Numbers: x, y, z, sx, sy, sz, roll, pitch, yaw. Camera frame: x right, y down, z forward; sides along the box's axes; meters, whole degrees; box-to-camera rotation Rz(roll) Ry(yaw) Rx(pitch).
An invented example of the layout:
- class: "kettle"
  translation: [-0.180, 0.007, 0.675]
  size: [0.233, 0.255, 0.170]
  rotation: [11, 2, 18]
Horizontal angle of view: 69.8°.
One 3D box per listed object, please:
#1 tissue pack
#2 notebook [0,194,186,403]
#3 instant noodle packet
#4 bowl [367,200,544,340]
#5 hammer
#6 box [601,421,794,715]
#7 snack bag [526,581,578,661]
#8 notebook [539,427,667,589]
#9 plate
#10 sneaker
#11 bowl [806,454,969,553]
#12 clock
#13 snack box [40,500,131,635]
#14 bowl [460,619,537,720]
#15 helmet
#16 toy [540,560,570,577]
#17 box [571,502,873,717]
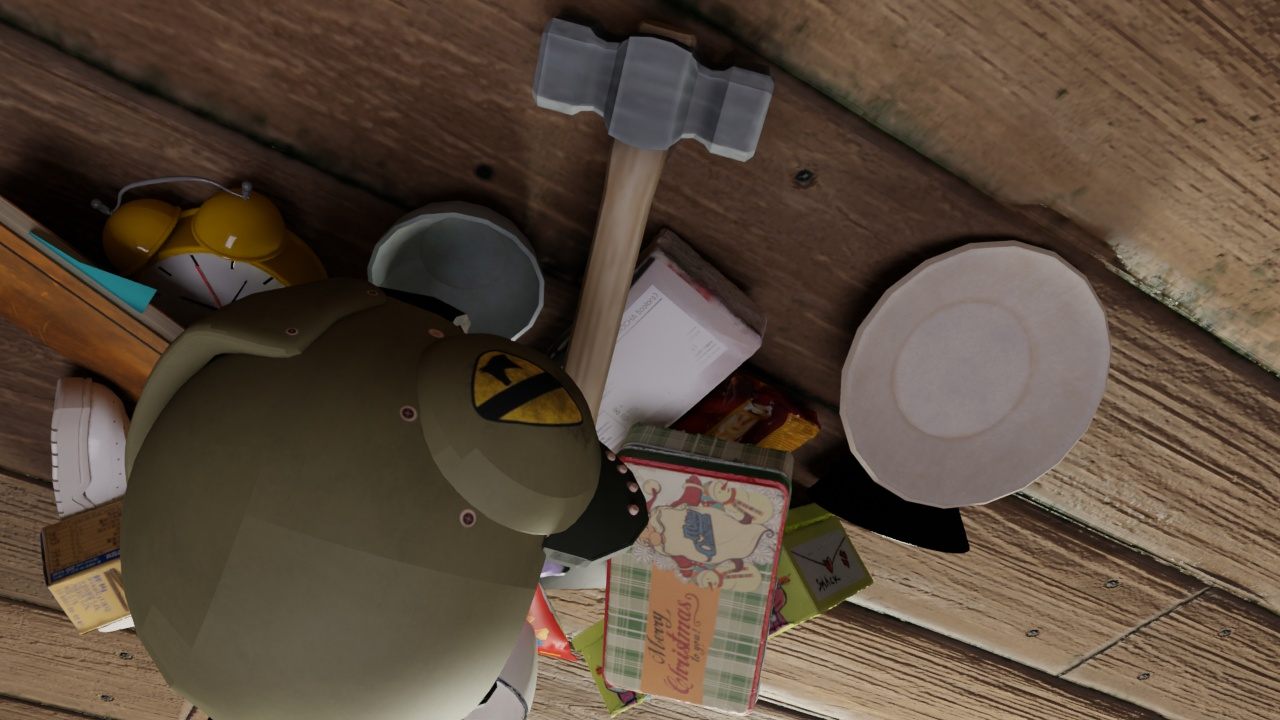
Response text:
- class: "tissue pack"
  translation: [-0.004, 0.004, 0.619]
  size: [0.104, 0.071, 0.182]
  rotation: [38, 120, -12]
- class: "notebook"
  translation: [-0.326, -0.015, 0.568]
  size: [0.179, 0.014, 0.249]
  rotation: [-7, 138, 43]
- class: "instant noodle packet"
  translation: [0.055, 0.066, 0.666]
  size: [0.136, 0.039, 0.098]
  rotation: [-42, 137, 23]
- class: "bowl"
  translation: [-0.112, -0.057, 0.570]
  size: [0.106, 0.039, 0.106]
  rotation: [-1, 132, -1]
- class: "hammer"
  translation: [-0.024, -0.029, 0.535]
  size: [0.117, 0.051, 0.324]
  rotation: [15, 117, 0]
- class: "box"
  translation: [0.035, 0.145, 0.619]
  size: [0.118, 0.050, 0.206]
  rotation: [12, 120, 12]
- class: "snack bag"
  translation: [-0.130, 0.208, 0.792]
  size: [0.131, 0.039, 0.144]
  rotation: [4, 135, 22]
- class: "notebook"
  translation: [-0.051, 0.121, 0.748]
  size: [0.149, 0.016, 0.207]
  rotation: [-2, 132, 2]
- class: "plate"
  translation: [0.222, 0.010, 0.619]
  size: [0.188, 0.027, 0.189]
  rotation: [-3, 110, -7]
- class: "sneaker"
  translation: [-0.367, 0.106, 0.690]
  size: [0.104, 0.090, 0.237]
  rotation: [-7, 128, -23]
- class: "bowl"
  translation: [0.192, 0.094, 0.687]
  size: [0.124, 0.124, 0.052]
  rotation: [15, 97, -14]
- class: "clock"
  translation: [-0.259, -0.049, 0.567]
  size: [0.113, 0.052, 0.152]
  rotation: [-6, 136, 4]
- class: "snack box"
  translation: [-0.299, 0.117, 0.650]
  size: [0.206, 0.057, 0.056]
  rotation: [-20, 135, -23]
- class: "bowl"
  translation: [-0.135, 0.242, 0.749]
  size: [0.116, 0.065, 0.116]
  rotation: [11, 136, 11]
- class: "helmet"
  translation: [-0.144, 0.068, 0.484]
  size: [0.232, 0.255, 0.251]
  rotation: [21, 126, -24]
- class: "toy"
  translation: [-0.100, 0.147, 0.709]
  size: [0.100, 0.080, 0.036]
  rotation: [1, 134, 7]
- class: "box"
  translation: [0.063, 0.202, 0.748]
  size: [0.222, 0.082, 0.124]
  rotation: [-36, 161, 31]
